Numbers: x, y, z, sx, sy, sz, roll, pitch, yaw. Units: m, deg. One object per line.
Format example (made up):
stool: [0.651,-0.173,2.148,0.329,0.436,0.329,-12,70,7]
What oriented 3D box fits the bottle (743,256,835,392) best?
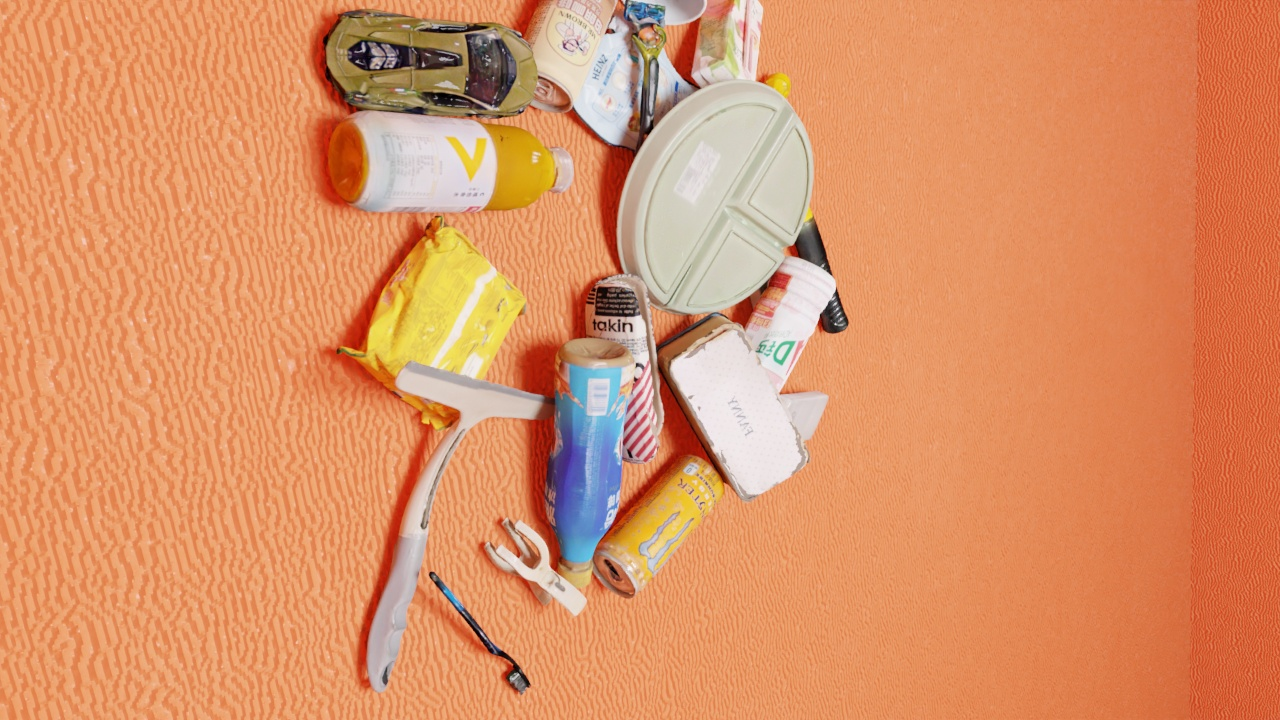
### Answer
bottle: [0.131,-0.008,0.947,0.068,0.068,0.197,29,86,-43]

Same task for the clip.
clip: [-0.089,0.175,0.772,0.100,0.072,0.034,52,57,-29]

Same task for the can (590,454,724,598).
can: [0.018,0.154,0.865,0.145,0.058,0.058,-43,123,-34]

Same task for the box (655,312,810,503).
box: [0.085,0.040,0.881,0.089,0.062,0.184,-29,105,-5]

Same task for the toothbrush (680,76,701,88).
toothbrush: [0.031,-0.265,0.872,0.189,0.018,0.014,10,86,-42]

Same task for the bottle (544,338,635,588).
bottle: [-0.046,0.092,0.775,0.065,0.065,0.219,-15,119,-44]

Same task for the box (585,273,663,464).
box: [-0.005,0.005,0.817,0.086,0.076,0.162,-28,112,-50]

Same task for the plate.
plate: [0.078,-0.144,0.859,0.229,0.027,0.231,-21,128,-30]

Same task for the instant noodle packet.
instant noodle packet: [-0.151,-0.025,0.684,0.111,0.044,0.128,46,65,-40]

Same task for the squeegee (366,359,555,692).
squeegee: [-0.162,0.126,0.685,0.246,0.039,0.246,-69,160,-1]

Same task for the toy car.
toy car: [-0.145,-0.211,0.656,0.157,0.042,0.070,-7,99,-29]

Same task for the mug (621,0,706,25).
mug: [0.029,-0.375,0.816,0.078,0.078,0.122,22,72,-45]

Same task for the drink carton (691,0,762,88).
drink carton: [0.086,-0.305,0.874,0.053,0.046,0.122,38,50,-41]

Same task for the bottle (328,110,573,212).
bottle: [-0.131,-0.143,0.675,0.189,0.068,0.068,-9,101,-45]

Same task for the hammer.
hammer: [0.175,-0.153,1.002,0.301,0.033,0.128,63,37,-33]

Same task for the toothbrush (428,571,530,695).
toothbrush: [-0.127,0.221,0.731,0.016,0.014,0.190,-43,136,-20]

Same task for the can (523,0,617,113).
can: [-0.061,-0.264,0.741,0.058,0.059,0.116,33,71,-42]

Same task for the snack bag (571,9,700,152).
snack bag: [0.016,-0.226,0.838,0.191,0.039,0.110,31,85,-42]

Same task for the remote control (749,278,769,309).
remote control: [0.138,-0.084,0.992,0.056,0.019,0.135,-37,119,-37]

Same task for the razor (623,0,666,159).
razor: [0.006,-0.235,0.791,0.042,0.022,0.143,-5,103,-35]

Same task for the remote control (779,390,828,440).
remote control: [0.168,0.063,1.001,0.149,0.021,0.058,1,113,-63]
